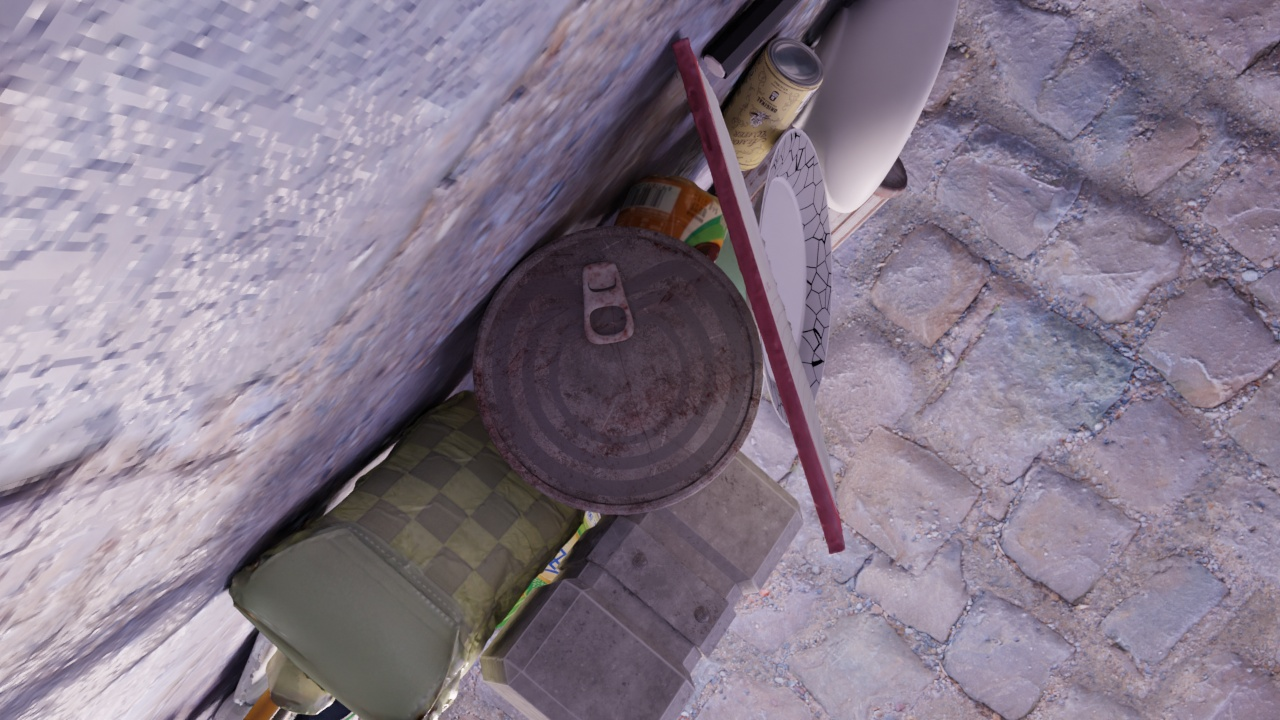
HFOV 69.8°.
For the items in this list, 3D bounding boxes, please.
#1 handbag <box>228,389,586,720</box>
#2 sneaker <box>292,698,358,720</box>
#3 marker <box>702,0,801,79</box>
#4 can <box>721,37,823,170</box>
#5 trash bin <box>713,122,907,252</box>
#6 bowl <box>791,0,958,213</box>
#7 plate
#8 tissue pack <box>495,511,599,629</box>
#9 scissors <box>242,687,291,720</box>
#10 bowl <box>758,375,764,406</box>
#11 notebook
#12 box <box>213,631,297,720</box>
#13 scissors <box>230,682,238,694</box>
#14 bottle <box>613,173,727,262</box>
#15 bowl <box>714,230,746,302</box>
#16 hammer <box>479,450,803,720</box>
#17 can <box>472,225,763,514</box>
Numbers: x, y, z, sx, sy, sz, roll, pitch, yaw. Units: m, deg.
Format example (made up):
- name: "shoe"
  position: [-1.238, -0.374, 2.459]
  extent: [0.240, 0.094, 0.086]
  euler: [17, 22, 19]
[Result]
- name: "handbag"
  position: [-0.112, 0.105, 0.475]
  extent: [0.185, 0.113, 0.117]
  euler: [-48, 179, -44]
- name: "sneaker"
  position: [-0.276, 0.272, 0.812]
  extent: [0.235, 0.084, 0.079]
  euler: [-53, 146, -80]
- name: "marker"
  position: [0.076, -0.173, 0.410]
  extent: [0.124, 0.021, 0.017]
  euler: [-47, 178, -4]
- name: "can"
  position: [0.074, -0.152, 0.552]
  extent: [0.038, 0.038, 0.080]
  euler: [-47, 178, -35]
- name: "trash bin"
  position: [0.137, -0.144, 0.851]
  extent: [0.212, 0.131, 0.130]
  euler: [-47, 179, 36]
- name: "bowl"
  position: [0.154, -0.200, 0.660]
  extent: [0.176, 0.066, 0.176]
  euler: [-163, -86, -87]
- name: "plate"
  position: [0.095, -0.051, 0.590]
  extent: [0.188, 0.016, 0.188]
  euler: [2, 90, -66]
- name: "tissue pack"
  position: [-0.112, 0.169, 0.856]
  extent: [0.141, 0.197, 0.120]
  euler: [-24, 172, 2]
- name: "scissors"
  position: [-0.218, 0.197, 0.627]
  extent: [0.215, 0.016, 0.226]
  euler: [-50, 169, -42]
- name: "bowl"
  position: [-0.003, 0.003, 0.577]
  extent: [0.151, 0.150, 0.074]
  euler: [-48, 163, 11]
- name: "notebook"
  position: [0.058, -0.031, 0.425]
  extent: [0.012, 0.209, 0.153]
  euler: [-17, -175, 11]
- name: "box"
  position: [-0.237, 0.201, 0.691]
  extent: [0.189, 0.037, 0.208]
  euler: [-65, 171, 27]
- name: "scissors"
  position: [-0.310, 0.267, 0.711]
  extent: [0.126, 0.019, 0.144]
  euler: [-51, 177, -16]
- name: "bottle"
  position: [-0.006, -0.016, 0.485]
  extent: [0.059, 0.059, 0.167]
  euler: [127, -14, -73]
- name: "bowl"
  position: [0.034, -0.057, 0.675]
  extent: [0.151, 0.077, 0.150]
  euler: [-14, -168, 3]
- name: "hammer"
  position: [-0.036, 0.153, 0.584]
  extent: [0.162, 0.083, 0.318]
  euler: [-51, -176, -25]
- name: "can"
  position: [-0.011, 0.006, 0.430]
  extent: [0.130, 0.130, 0.044]
  euler: [-48, 178, -8]
